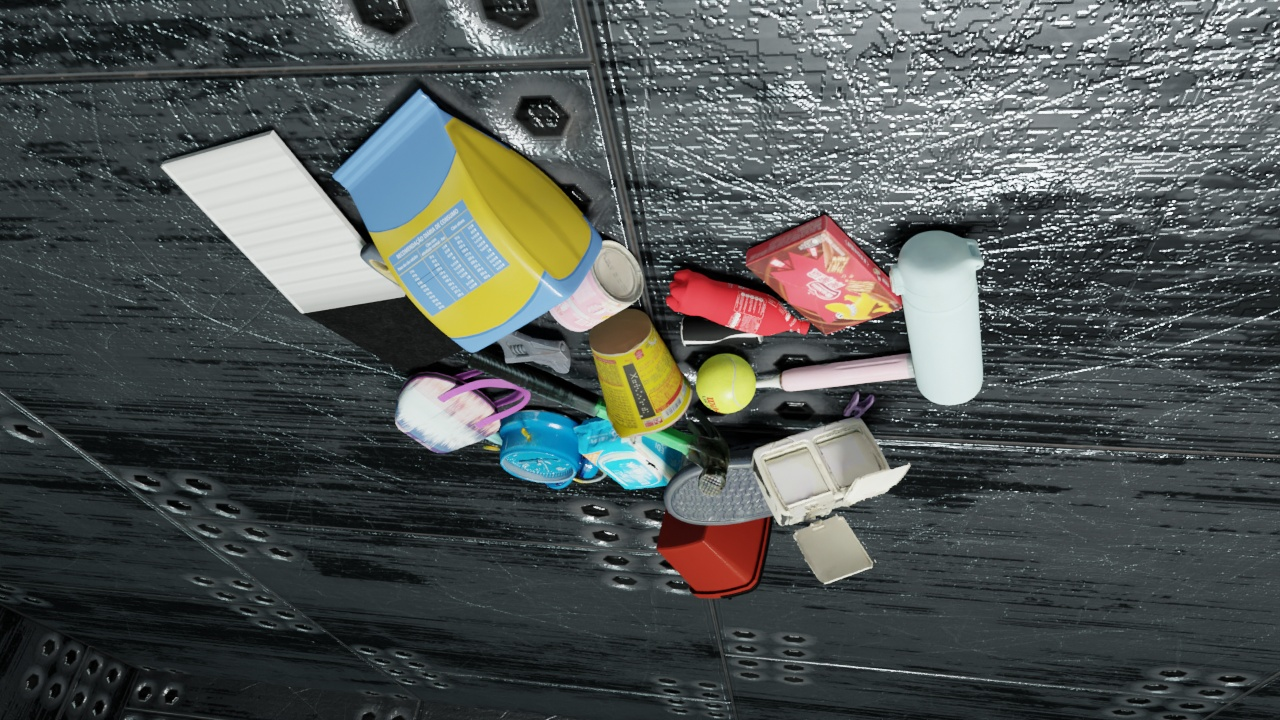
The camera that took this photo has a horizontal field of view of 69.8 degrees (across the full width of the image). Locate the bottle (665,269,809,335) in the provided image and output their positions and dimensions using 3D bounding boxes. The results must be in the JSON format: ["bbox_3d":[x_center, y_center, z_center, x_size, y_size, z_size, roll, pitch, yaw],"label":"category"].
[{"bbox_3d":[0.096,-0.052,0.896,0.141,0.041,0.042,16,147,-5],"label":"bottle"}]

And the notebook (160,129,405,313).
[{"bbox_3d":[-0.346,-0.127,0.903,0.143,0.009,0.210,-6,138,25],"label":"notebook"}]

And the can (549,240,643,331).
[{"bbox_3d":[-0.046,-0.071,0.885,0.067,0.067,0.076,31,141,-31],"label":"can"}]

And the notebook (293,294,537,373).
[{"bbox_3d":[-0.250,-0.059,1.001,0.232,0.019,0.169,-19,139,37],"label":"notebook"}]

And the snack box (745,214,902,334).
[{"bbox_3d":[0.174,-0.077,0.862,0.089,0.021,0.133,-21,137,39],"label":"snack box"}]

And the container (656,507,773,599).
[{"bbox_3d":[0.123,0.264,1.289,0.127,0.147,0.201,-19,129,38],"label":"container"}]

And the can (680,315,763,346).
[{"bbox_3d":[0.084,-0.032,0.945,0.081,0.031,0.031,-3,146,18],"label":"can"}]

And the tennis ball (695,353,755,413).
[{"bbox_3d":[0.093,0.025,1.000,0.065,0.065,0.065,6,148,4],"label":"tennis ball"}]

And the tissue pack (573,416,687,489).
[{"bbox_3d":[-0.007,0.117,1.171,0.093,0.061,0.144,-15,141,32],"label":"tissue pack"}]

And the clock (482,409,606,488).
[{"bbox_3d":[-0.115,0.122,1.208,0.161,0.060,0.117,29,143,-30],"label":"clock"}]

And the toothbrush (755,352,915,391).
[{"bbox_3d":[0.187,0.018,1.002,0.223,0.026,0.027,-7,172,24],"label":"toothbrush"}]

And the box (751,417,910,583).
[{"bbox_3d":[0.219,0.134,1.018,0.145,0.186,0.101,-19,132,-9],"label":"box"}]

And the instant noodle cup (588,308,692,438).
[{"bbox_3d":[-0.006,0.006,0.982,0.100,0.100,0.112,-4,135,19],"label":"instant noodle cup"}]

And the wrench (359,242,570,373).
[{"bbox_3d":[-0.175,-0.047,0.963,0.074,0.022,0.273,-18,141,38],"label":"wrench"}]

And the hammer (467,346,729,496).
[{"bbox_3d":[-0.046,0.054,1.060,0.319,0.130,0.032,23,117,-3],"label":"hammer"}]

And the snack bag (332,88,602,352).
[{"bbox_3d":[-0.161,-0.124,0.816,0.159,0.102,0.205,-25,118,42],"label":"snack bag"}]

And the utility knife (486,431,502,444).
[{"bbox_3d":[-0.158,0.127,1.266,0.158,0.015,0.022,30,143,-26],"label":"utility knife"}]

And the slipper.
[{"bbox_3d":[0.158,0.135,1.156,0.268,0.083,0.111,-5,130,-8],"label":"slipper"}]

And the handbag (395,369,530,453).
[{"bbox_3d":[-0.208,0.050,1.127,0.170,0.067,0.144,-20,138,27],"label":"handbag"}]

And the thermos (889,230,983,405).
[{"bbox_3d":[0.282,-0.037,0.857,0.078,0.065,0.207,-11,143,16],"label":"thermos"}]

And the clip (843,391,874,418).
[{"bbox_3d":[0.249,0.052,1.053,0.036,0.013,0.052,14,150,-5],"label":"clip"}]
